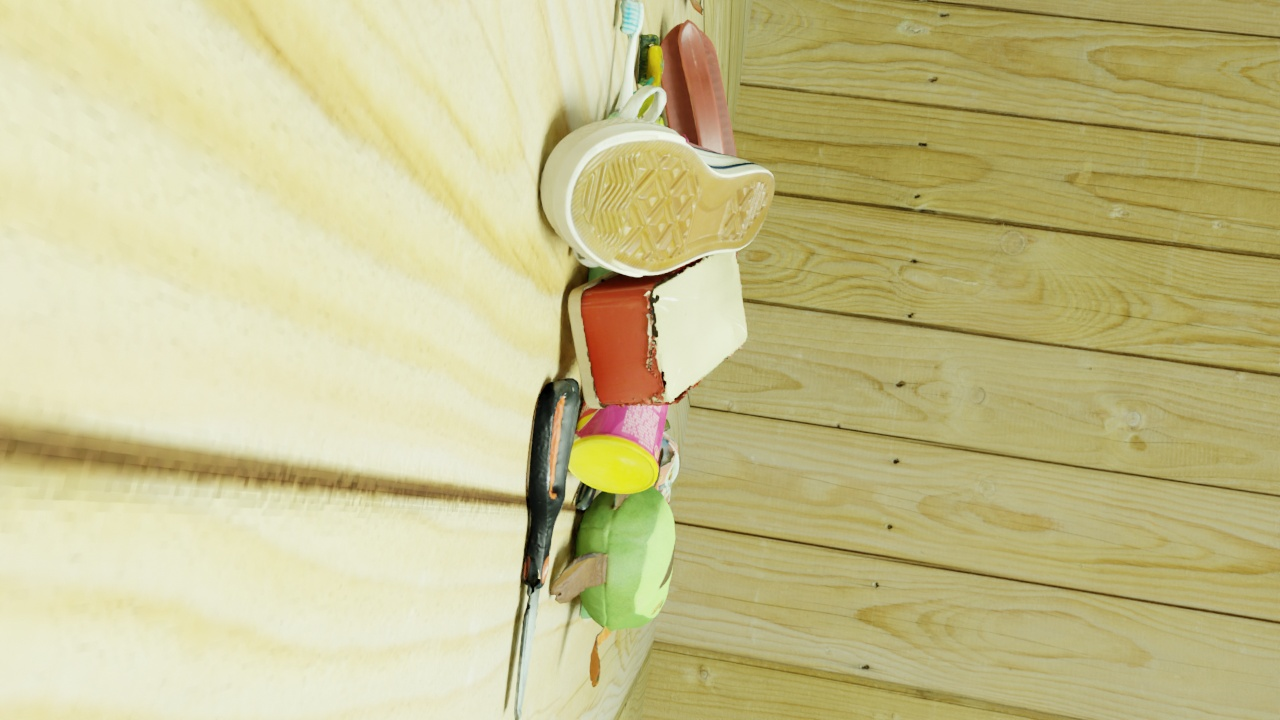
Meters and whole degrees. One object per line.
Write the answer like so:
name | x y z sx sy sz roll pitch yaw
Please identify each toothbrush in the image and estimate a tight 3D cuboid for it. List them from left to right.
toothbrush | -0.037 0.087 0.841 0.180 0.016 0.018 -70 161 -66
toothbrush | -0.016 -0.141 0.659 0.027 0.026 0.225 -7 110 -46

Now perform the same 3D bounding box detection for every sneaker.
sneaker | 0.002 -0.112 0.586 0.240 0.088 0.118 -14 126 -58

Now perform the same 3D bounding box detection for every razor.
razor | -0.001 -0.214 0.721 0.132 0.028 0.043 -71 172 -51

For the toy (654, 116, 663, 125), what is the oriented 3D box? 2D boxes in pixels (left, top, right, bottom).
toy | 0.006 -0.163 0.823 0.097 0.031 0.100 98 6 -56

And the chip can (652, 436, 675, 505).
chip can | -0.004 0.183 1.034 0.071 0.071 0.215 -73 169 -56

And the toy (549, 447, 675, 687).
toy | -0.014 0.179 0.833 0.247 0.090 0.226 79 31 -62

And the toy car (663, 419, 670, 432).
toy car | -0.002 0.041 0.931 0.158 0.042 0.070 67 2 -80

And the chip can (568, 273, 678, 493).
chip can | -0.005 0.004 0.762 0.072 0.071 0.210 91 9 -49

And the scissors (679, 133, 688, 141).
scissors | 0.019 -0.156 0.867 0.126 0.017 0.133 -49 -152 47

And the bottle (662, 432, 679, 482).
bottle | 0.015 0.120 1.169 0.197 0.068 0.068 -47 145 -87

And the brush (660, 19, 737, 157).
brush | 0.054 -0.252 0.888 0.069 0.063 0.146 -142 -140 -80

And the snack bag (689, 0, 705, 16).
snack bag | 0.074 -0.438 0.960 0.207 0.073 0.129 -80 -179 -75

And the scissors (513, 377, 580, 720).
scissors | -0.062 0.123 0.618 0.136 0.022 0.235 -68 165 -68

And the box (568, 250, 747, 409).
box | 0.026 -0.028 0.656 0.168 0.079 0.091 -35 119 -60
